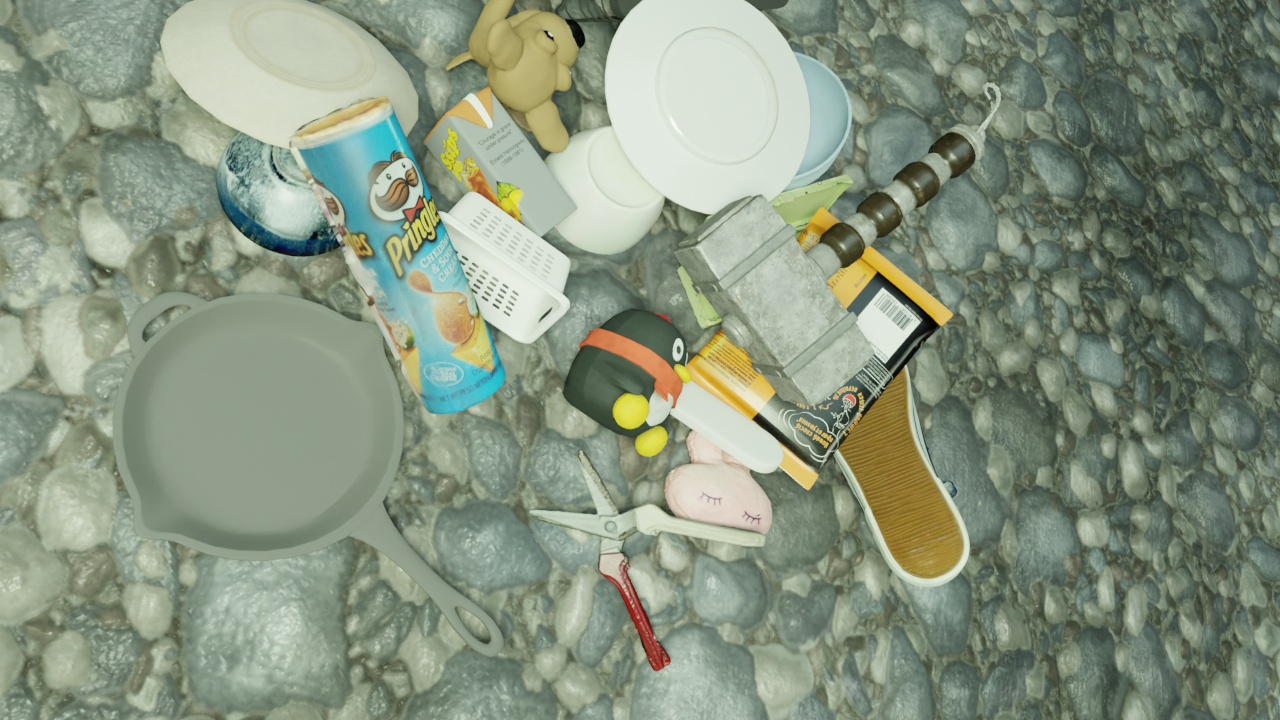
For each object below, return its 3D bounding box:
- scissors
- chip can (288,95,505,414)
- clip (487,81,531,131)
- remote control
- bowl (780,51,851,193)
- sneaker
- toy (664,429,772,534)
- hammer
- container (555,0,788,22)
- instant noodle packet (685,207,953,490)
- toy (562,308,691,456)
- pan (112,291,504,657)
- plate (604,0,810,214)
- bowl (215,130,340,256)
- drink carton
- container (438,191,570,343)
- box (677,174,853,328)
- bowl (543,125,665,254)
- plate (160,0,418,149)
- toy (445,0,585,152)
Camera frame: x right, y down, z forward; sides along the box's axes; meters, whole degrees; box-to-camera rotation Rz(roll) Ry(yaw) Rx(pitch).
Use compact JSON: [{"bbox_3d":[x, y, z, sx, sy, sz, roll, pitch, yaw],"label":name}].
[{"bbox_3d":[0.013,0.156,0.765,0.179,0.015,0.199,-19,94,-5],"label":"scissors"},{"bbox_3d":[-0.174,-0.072,0.676,0.079,0.080,0.230,-37,122,-31],"label":"chip can"},{"bbox_3d":[-0.109,-0.236,0.822,0.060,0.041,0.024,42,59,-18],"label":"clip"},{"bbox_3d":[0.068,0.054,0.823,0.136,0.013,0.043,34,41,7],"label":"remote control"},{"bbox_3d":[0.131,-0.225,0.915,0.150,0.075,0.150,-2,70,6],"label":"bowl"},{"bbox_3d":[0.239,0.079,0.909,0.121,0.127,0.294,-19,72,5],"label":"sneaker"},{"bbox_3d":[0.071,0.109,0.820,0.108,0.053,0.105,19,52,-21],"label":"toy"},{"bbox_3d":[0.202,-0.121,0.804,0.326,0.079,0.177,-39,100,-8],"label":"hammer"},{"bbox_3d":[0.023,-0.412,0.867,0.240,0.130,0.163,-17,116,-31],"label":"container"},{"bbox_3d":[0.164,-0.015,0.861,0.160,0.032,0.220,41,81,5],"label":"instant noodle packet"},{"bbox_3d":[-0.004,0.005,0.775,0.100,0.097,0.119,23,71,28],"label":"toy"},{"bbox_3d":[-0.228,0.092,0.673,0.354,0.024,0.215,47,60,-9],"label":"pan"},{"bbox_3d":[0.067,-0.233,0.815,0.208,0.015,0.208,2,85,-24],"label":"plate"},{"bbox_3d":[-0.260,-0.142,0.701,0.114,0.061,0.114,7,74,-26],"label":"bowl"},{"bbox_3d":[-0.119,-0.158,0.776,0.048,0.076,0.125,-44,103,-31],"label":"drink carton"},{"bbox_3d":[-0.119,-0.079,0.753,0.129,0.081,0.049,35,51,-16],"label":"container"},{"bbox_3d":[0.123,-0.112,0.904,0.187,0.064,0.131,-22,130,-30],"label":"box"},{"bbox_3d":[-0.027,-0.160,0.829,0.116,0.066,0.116,8,72,-26],"label":"bowl"},{"bbox_3d":[-0.259,-0.230,0.703,0.188,0.027,0.188,18,45,-20],"label":"plate"},{"bbox_3d":[-0.103,-0.258,0.778,0.105,0.134,0.108,-38,53,-5],"label":"toy"}]
